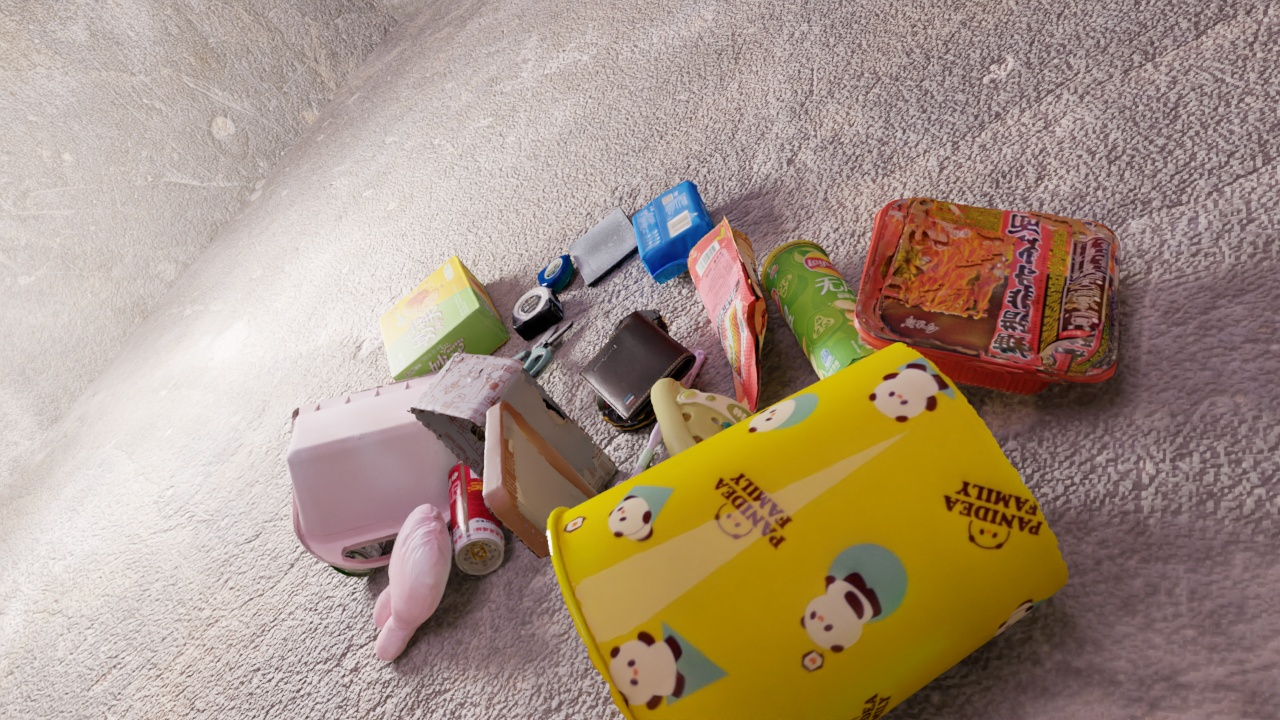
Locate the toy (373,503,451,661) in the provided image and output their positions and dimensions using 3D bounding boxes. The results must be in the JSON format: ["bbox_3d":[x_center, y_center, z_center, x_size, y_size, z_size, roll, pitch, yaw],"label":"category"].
[{"bbox_3d":[-0.238,0.228,0.949,0.160,0.054,0.121,-61,29,20],"label":"toy"}]

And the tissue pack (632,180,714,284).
[{"bbox_3d":[0.044,-0.159,1.135,0.095,0.052,0.157,-29,35,14],"label":"tissue pack"}]

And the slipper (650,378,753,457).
[{"bbox_3d":[0.064,0.066,0.825,0.081,0.091,0.190,-35,30,5],"label":"slipper"}]

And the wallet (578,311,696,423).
[{"bbox_3d":[-0.006,0.006,0.954,0.096,0.020,0.122,-44,36,-4],"label":"wallet"}]

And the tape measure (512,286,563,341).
[{"bbox_3d":[-0.138,-0.066,1.227,0.066,0.033,0.066,-29,37,15],"label":"tape measure"}]

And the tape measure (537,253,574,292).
[{"bbox_3d":[-0.116,-0.117,1.271,0.058,0.025,0.054,-40,33,18],"label":"tape measure"}]

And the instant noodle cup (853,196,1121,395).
[{"bbox_3d":[0.266,-0.046,0.718,0.189,0.079,0.164,12,54,16],"label":"instant noodle cup"}]

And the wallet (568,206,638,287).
[{"bbox_3d":[-0.048,-0.155,1.255,0.097,0.019,0.120,-38,35,8],"label":"wallet"}]

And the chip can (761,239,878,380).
[{"bbox_3d":[0.175,-0.032,0.838,0.073,0.072,0.221,-34,34,11],"label":"chip can"}]

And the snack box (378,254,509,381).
[{"bbox_3d":[-0.288,-0.048,1.324,0.158,0.070,0.210,-40,33,2],"label":"snack box"}]

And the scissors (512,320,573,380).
[{"bbox_3d":[-0.158,0.011,1.154,0.180,0.019,0.172,-27,21,31],"label":"scissors"}]

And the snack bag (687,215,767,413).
[{"bbox_3d":[0.095,-0.053,0.916,0.073,0.129,0.207,-1,34,-5],"label":"snack bag"}]

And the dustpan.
[{"bbox_3d":[-0.318,0.129,1.113,0.222,0.139,0.273,-13,16,-3],"label":"dustpan"}]

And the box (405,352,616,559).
[{"bbox_3d":[-0.101,0.101,0.868,0.124,0.179,0.274,-42,32,-5],"label":"box"}]

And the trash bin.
[{"bbox_3d":[0.107,0.131,0.597,0.255,0.230,0.229,-32,34,3],"label":"trash bin"}]

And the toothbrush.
[{"bbox_3d":[0.025,0.062,0.930,0.188,0.029,0.021,-61,2,-29],"label":"toothbrush"}]

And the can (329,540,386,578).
[{"bbox_3d":[-0.326,0.185,1.106,0.058,0.058,0.146,-22,37,26],"label":"can"}]

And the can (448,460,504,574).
[{"bbox_3d":[-0.177,0.165,0.982,0.053,0.053,0.132,-35,34,9],"label":"can"}]

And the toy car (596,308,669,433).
[{"bbox_3d":[-0.003,0.007,0.997,0.071,0.041,0.155,-17,45,26],"label":"toy car"}]
